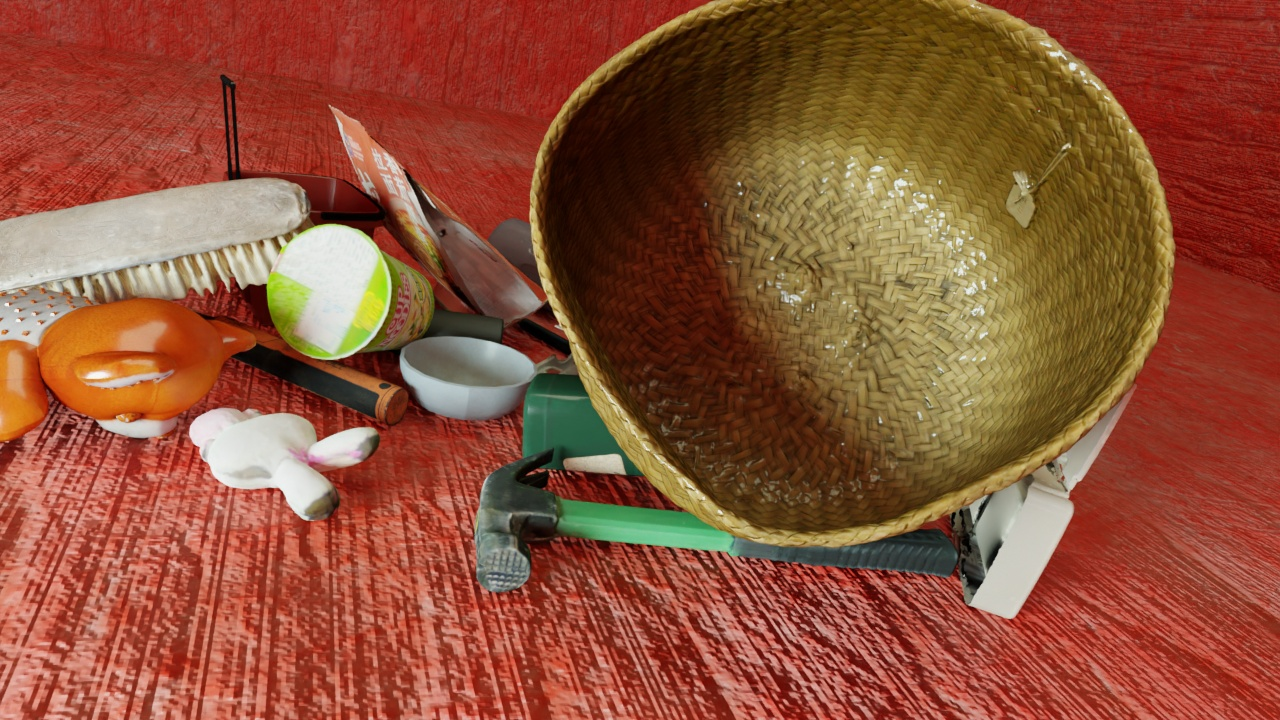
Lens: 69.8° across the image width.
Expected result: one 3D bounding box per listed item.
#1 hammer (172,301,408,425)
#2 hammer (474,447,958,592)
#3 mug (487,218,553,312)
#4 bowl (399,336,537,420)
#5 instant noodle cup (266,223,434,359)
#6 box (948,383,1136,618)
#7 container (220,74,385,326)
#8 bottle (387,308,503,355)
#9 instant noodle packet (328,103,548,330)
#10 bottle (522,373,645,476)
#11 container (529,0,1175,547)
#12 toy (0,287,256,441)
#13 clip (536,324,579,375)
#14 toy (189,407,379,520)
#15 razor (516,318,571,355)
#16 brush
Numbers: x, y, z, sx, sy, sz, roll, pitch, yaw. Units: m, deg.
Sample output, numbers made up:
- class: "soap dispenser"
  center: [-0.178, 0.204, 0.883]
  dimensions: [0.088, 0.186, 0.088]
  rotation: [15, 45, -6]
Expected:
- class: "hammer"
  center: [-0.321, -0.013, 0.712]
  dimensions: [0.315, 0.035, 0.137]
  rotation: [20, 21, 20]
- class: "hammer"
  center: [0.055, 0.111, 0.592]
  dimensions: [0.318, 0.032, 0.130]
  rotation: [8, 20, -12]
- class: "mug"
  center: [-0.100, -0.095, 1.015]
  dimensions: [0.104, 0.083, 0.124]
  rotation: [22, -4, 26]
- class: "bowl"
  center: [-0.137, 0.018, 0.722]
  dimensions: [0.106, 0.039, 0.106]
  rotation: [10, 20, -4]
- class: "instant noodle cup"
  center: [-0.213, -0.047, 0.709]
  dimensions: [0.099, 0.099, 0.108]
  rotation: [16, 1, 13]
- class: "box"
  center: [0.267, 0.066, 0.609]
  dimensions: [0.050, 0.184, 0.143]
  rotation: [20, 25, 5]
- class: "container"
  center: [-0.310, -0.144, 0.828]
  dimensions: [0.126, 0.201, 0.148]
  rotation: [-3, 25, -35]
- class: "bottle"
  center: [-0.213, -0.027, 0.791]
  dimensions: [0.184, 0.045, 0.045]
  rotation: [8, 20, -11]
- class: "instant noodle packet"
  center: [-0.196, -0.135, 0.845]
  dimensions: [0.084, 0.221, 0.164]
  rotation: [-40, 39, -9]
- class: "bottle"
  center: [-0.014, 0.047, 0.655]
  dimensions: [0.131, 0.061, 0.061]
  rotation: [4, 17, 3]
- class: "container"
  center: [0.106, -0.043, 0.537]
  dimensions: [0.307, 0.306, 0.196]
  rotation: [15, -11, 9]
- class: "toy"
  center: [-0.349, 0.003, 0.588]
  dimensions: [0.172, 0.093, 0.163]
  rotation: [3, 15, 12]
- class: "clip"
  center: [-0.003, -0.008, 0.816]
  dimensions: [0.126, 0.096, 0.151]
  rotation: [25, 34, 26]
- class: "toy"
  center: [-0.227, 0.057, 0.570]
  dimensions: [0.123, 0.038, 0.079]
  rotation: [18, 33, 16]
- class: "razor"
  center: [-0.096, -0.029, 0.905]
  dimensions: [0.144, 0.022, 0.043]
  rotation: [34, -10, 39]
- class: "brush"
  center: [-0.380, -0.082, 0.684]
  dimensions: [0.271, 0.057, 0.083]
  rotation: [-14, 51, -15]
